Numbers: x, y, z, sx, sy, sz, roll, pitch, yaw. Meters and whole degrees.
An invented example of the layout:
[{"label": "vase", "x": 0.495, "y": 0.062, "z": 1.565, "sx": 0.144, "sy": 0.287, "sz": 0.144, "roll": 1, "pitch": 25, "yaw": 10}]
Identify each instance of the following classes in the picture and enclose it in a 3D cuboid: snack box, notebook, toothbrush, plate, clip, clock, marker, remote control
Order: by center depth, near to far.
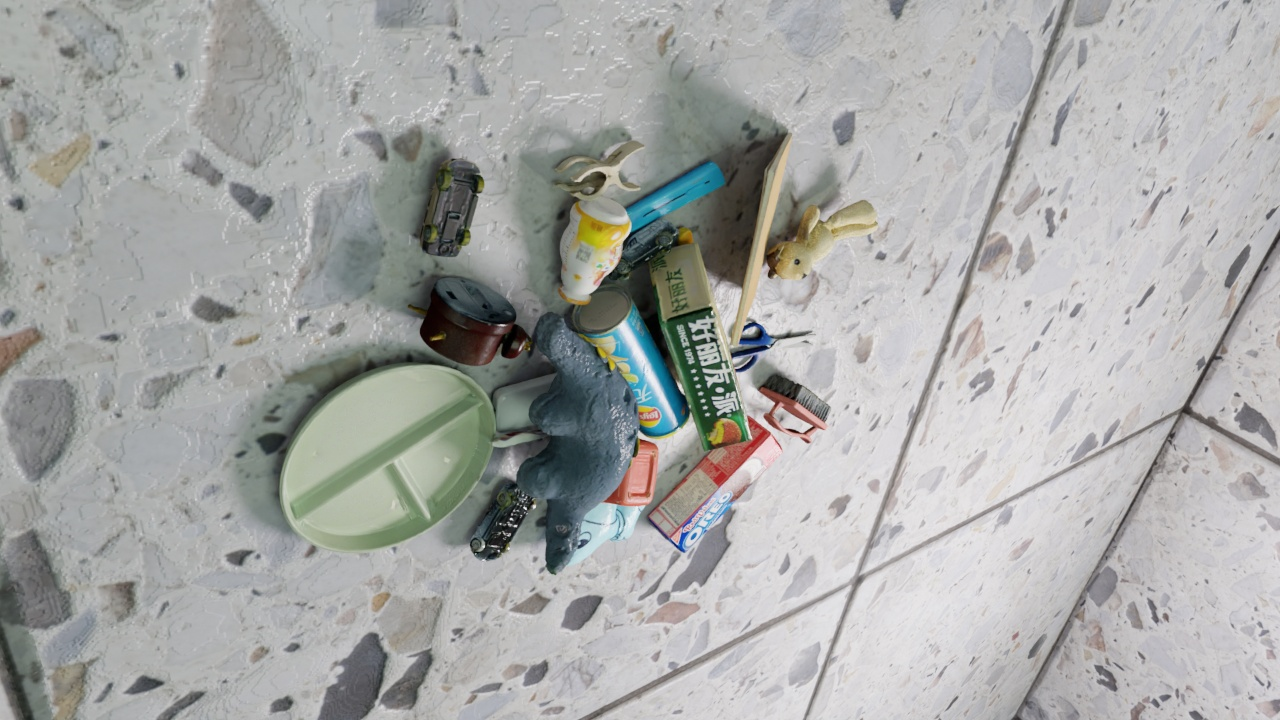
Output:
[{"label": "clock", "x": -0.156, "y": -0.035, "z": 0.879, "sx": 0.121, "sy": 0.082, "sz": 0.055, "roll": 8, "pitch": 119, "yaw": -44}, {"label": "clip", "x": -0.037, "y": -0.186, "z": 0.907, "sx": 0.099, "sy": 0.034, "sz": 0.070, "roll": -19, "pitch": 131, "yaw": -37}, {"label": "plate", "x": -0.254, "y": 0.098, "z": 0.935, "sx": 0.229, "sy": 0.027, "sz": 0.231, "roll": -24, "pitch": 133, "yaw": -28}, {"label": "remote control", "x": -0.104, "y": 0.041, "z": 1.029, "sx": 0.135, "sy": 0.020, "sz": 0.056, "roll": -16, "pitch": 129, "yaw": -32}, {"label": "toothbrush", "x": -0.098, "y": 0.076, "z": 1.046, "sx": 0.187, "sy": 0.016, "sz": 0.017, "roll": -9, "pitch": 118, "yaw": -48}, {"label": "notebook", "x": 0.138, "y": -0.140, "z": 1.049, "sx": 0.149, "sy": 0.012, "sz": 0.212, "roll": -60, "pitch": 162, "yaw": -57}, {"label": "snack box", "x": 0.071, "y": -0.011, "z": 1.064, "sx": 0.063, "sy": 0.114, "sz": 0.240, "roll": -15, "pitch": 137, "yaw": 6}, {"label": "marker", "x": 0.058, "y": -0.106, "z": 1.067, "sx": 0.018, "sy": 0.015, "sz": 0.124, "roll": -34, "pitch": 140, "yaw": -16}, {"label": "snack box", "x": -0.026, "y": 0.131, "z": 1.103, "sx": 0.082, "sy": 0.080, "sz": 0.091, "roll": 8, "pitch": 89, "yaw": -45}, {"label": "snack box", "x": 0.104, "y": 0.174, "z": 1.289, "sx": 0.207, "sy": 0.058, "sz": 0.057, "roll": -45, "pitch": 136, "yaw": -5}]

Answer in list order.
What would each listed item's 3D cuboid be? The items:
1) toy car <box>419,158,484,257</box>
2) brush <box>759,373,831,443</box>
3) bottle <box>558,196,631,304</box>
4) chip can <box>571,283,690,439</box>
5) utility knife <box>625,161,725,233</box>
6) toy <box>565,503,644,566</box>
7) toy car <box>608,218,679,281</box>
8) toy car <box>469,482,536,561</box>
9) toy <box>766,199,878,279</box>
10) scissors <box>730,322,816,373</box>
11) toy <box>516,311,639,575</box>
[{"label": "toy car", "x": -0.171, "y": -0.138, "z": 0.821, "sx": 0.042, "sy": 0.035, "sz": 0.091, "roll": 0, "pitch": 119, "yaw": -43}, {"label": "brush", "x": 0.225, "y": 0.076, "z": 1.317, "sx": 0.145, "sy": 0.063, "sz": 0.069, "roll": 31, "pitch": 85, "yaw": -51}, {"label": "bottle", "x": -0.052, "y": -0.110, "z": 0.929, "sx": 0.063, "sy": 0.063, "sz": 0.109, "roll": -6, "pitch": 131, "yaw": -39}, {"label": "chip can", "x": -0.006, "y": 0.006, "z": 1.050, "sx": 0.071, "sy": 0.071, "sz": 0.210, "roll": -41, "pitch": 139, "yaw": -10}, {"label": "utility knife", "x": 0.024, "y": -0.169, "z": 0.984, "sx": 0.160, "sy": 0.018, "sz": 0.034, "roll": -31, "pitch": 137, "yaw": -18}, {"label": "toy", "x": -0.055, "y": 0.201, "z": 1.174, "sx": 0.156, "sy": 0.050, "sz": 0.161, "roll": 35, "pitch": 84, "yaw": -48}, {"label": "toy car", "x": 0.000, "y": -0.118, "z": 0.985, "sx": 0.090, "sy": 0.034, "sz": 0.043, "roll": -35, "pitch": 177, "yaw": -3}, {"label": "toy car", "x": -0.164, "y": 0.189, "z": 1.080, "sx": 0.049, "sy": 0.031, "sz": 0.106, "roll": 21, "pitch": 104, "yaw": -47}, {"label": "toy", "x": 0.227, "y": -0.149, "z": 1.144, "sx": 0.157, "sy": 0.066, "sz": 0.105, "roll": -28, "pitch": 153, "yaw": -13}, {"label": "scissors", "x": 0.182, "y": -0.030, "z": 1.237, "sx": 0.173, "sy": 0.012, "sz": 0.126, "roll": -32, "pitch": 137, "yaw": -22}, {"label": "toy", "x": -0.064, "y": 0.086, "z": 0.998, "sx": 0.137, "sy": 0.091, "sz": 0.357, "roll": -25, "pitch": 135, "yaw": -37}]
